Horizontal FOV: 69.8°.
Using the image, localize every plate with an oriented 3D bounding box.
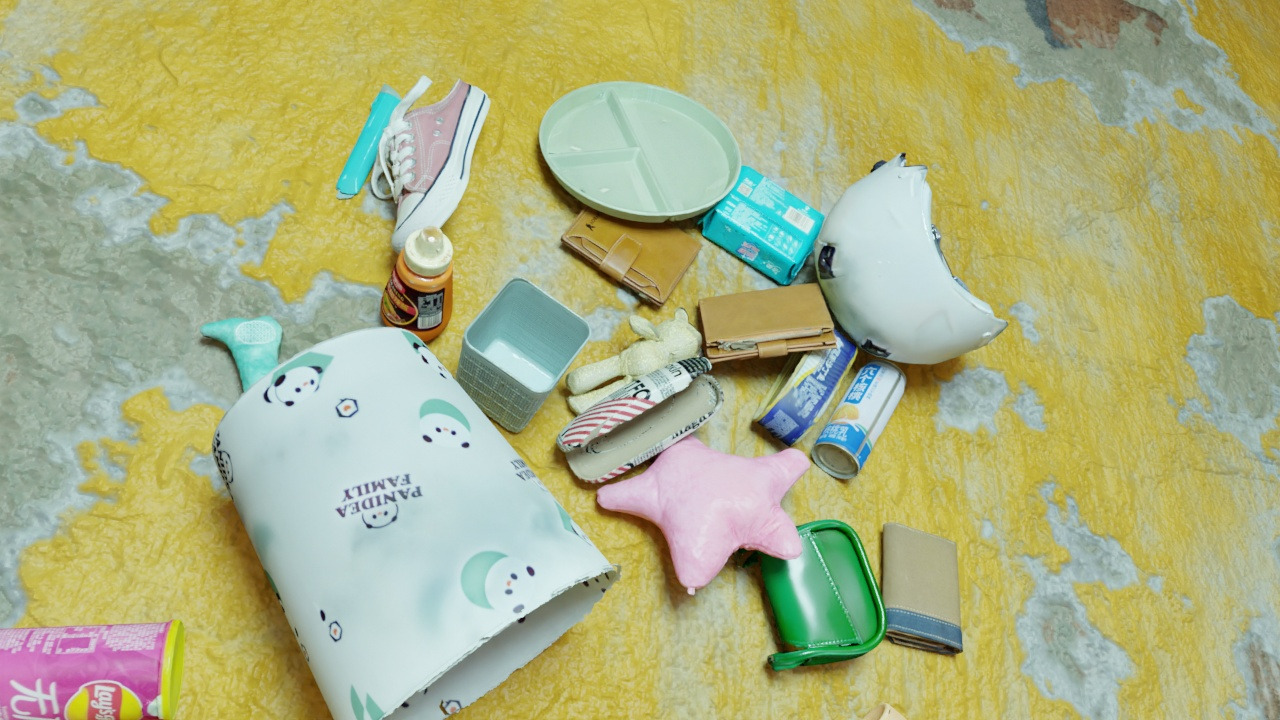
[{"bbox_3d":[0.000,-0.235,1.033,0.230,0.028,0.229,6,52,-8],"label":"plate"}]

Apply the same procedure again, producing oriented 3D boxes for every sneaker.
[{"bbox_3d":[-0.219,-0.204,0.917,0.087,0.119,0.240,29,50,-25],"label":"sneaker"}]

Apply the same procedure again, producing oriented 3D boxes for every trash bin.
[{"bbox_3d":[-0.179,0.127,0.697,0.229,0.230,0.252,-28,69,-30],"label":"trash bin"}]

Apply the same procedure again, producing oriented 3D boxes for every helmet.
[{"bbox_3d":[0.272,-0.092,0.992,0.229,0.146,0.258,61,15,-7],"label":"helmet"}]

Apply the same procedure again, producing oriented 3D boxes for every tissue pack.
[{"bbox_3d":[0.138,-0.157,1.054,0.133,0.050,0.093,34,59,0],"label":"tissue pack"}]

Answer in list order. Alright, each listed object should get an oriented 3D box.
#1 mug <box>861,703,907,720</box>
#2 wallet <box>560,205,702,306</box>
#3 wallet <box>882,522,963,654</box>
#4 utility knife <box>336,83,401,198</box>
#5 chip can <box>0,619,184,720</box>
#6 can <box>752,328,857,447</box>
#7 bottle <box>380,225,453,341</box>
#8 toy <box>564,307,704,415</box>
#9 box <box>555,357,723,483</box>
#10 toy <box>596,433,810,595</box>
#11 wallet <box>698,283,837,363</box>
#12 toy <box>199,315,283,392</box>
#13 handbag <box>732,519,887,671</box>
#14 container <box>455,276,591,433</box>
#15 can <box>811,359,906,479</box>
[{"bbox_3d":[0.242,0.367,0.804,0.123,0.078,0.078,43,57,12],"label":"mug"},{"bbox_3d":[-0.012,-0.121,0.994,0.130,0.035,0.118,33,51,0],"label":"wallet"},{"bbox_3d":[0.279,0.227,0.914,0.090,0.033,0.115,18,58,-14],"label":"wallet"},{"bbox_3d":[-0.285,-0.229,0.961,0.029,0.013,0.157,18,61,-7],"label":"utility knife"},{"bbox_3d":[-0.435,0.220,0.634,0.210,0.072,0.071,3,63,-18],"label":"chip can"},{"bbox_3d":[0.174,0.023,0.958,0.049,0.075,0.147,38,55,-1],"label":"can"},{"bbox_3d":[-0.197,-0.073,0.828,0.066,0.150,0.066,8,61,-16],"label":"bottle"},{"bbox_3d":[-0.005,0.005,0.916,0.157,0.066,0.105,-28,108,-26],"label":"toy"},{"bbox_3d":[0.003,0.059,0.868,0.163,0.075,0.082,-32,108,-9],"label":"box"},{"bbox_3d":[0.055,0.134,0.843,0.195,0.075,0.178,9,45,12],"label":"toy"},{"bbox_3d":[0.130,-0.040,0.953,0.132,0.031,0.107,-8,35,2],"label":"wallet"},{"bbox_3d":[-0.331,0.001,0.814,0.096,0.030,0.092,-10,72,-32],"label":"toy"},{"bbox_3d":[0.158,0.218,0.859,0.120,0.068,0.131,-8,68,-15],"label":"handbag"},{"bbox_3d":[-0.114,0.000,0.843,0.090,0.112,0.090,35,57,0],"label":"container"},{"bbox_3d":[0.234,0.060,0.972,0.053,0.053,0.134,38,57,2],"label":"can"}]
